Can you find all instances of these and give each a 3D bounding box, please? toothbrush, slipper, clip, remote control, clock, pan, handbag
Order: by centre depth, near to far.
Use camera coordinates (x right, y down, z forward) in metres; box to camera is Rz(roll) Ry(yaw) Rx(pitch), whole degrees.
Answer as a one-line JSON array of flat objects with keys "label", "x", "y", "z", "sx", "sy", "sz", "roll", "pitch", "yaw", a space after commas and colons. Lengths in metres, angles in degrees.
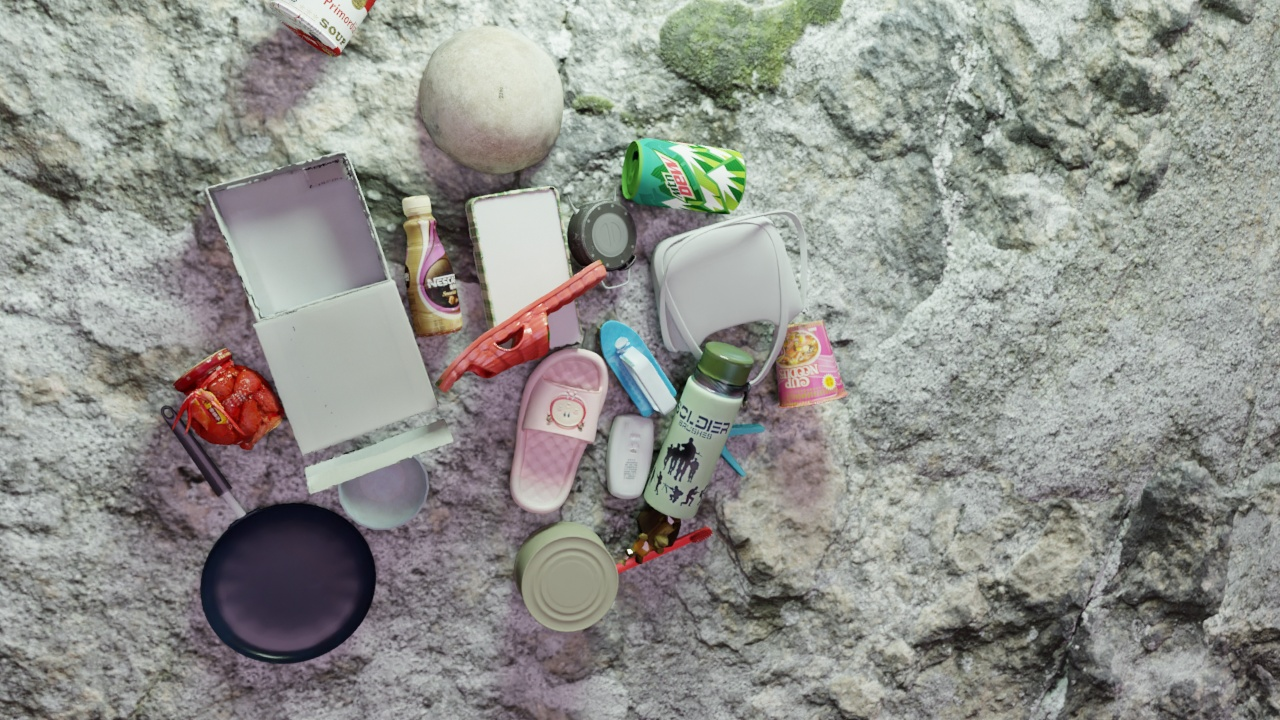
[{"label": "slipper", "x": -0.130, "y": -0.029, "z": 1.079, "sx": 0.248, "sy": 0.104, "sz": 0.059, "roll": -37, "pitch": 93, "yaw": -20}, {"label": "pan", "x": -0.461, "y": 0.203, "z": 1.093, "sx": 0.198, "sy": 0.021, "sz": 0.356, "roll": -32, "pitch": 105, "yaw": -12}, {"label": "clock", "x": -0.050, "y": -0.153, "z": 1.164, "sx": 0.091, "sy": 0.044, "sz": 0.123, "roll": -18, "pitch": 104, "yaw": -35}, {"label": "slipper", "x": -0.108, "y": 0.090, "z": 1.176, "sx": 0.106, "sy": 0.056, "sz": 0.221, "roll": 17, "pitch": 92, "yaw": -17}, {"label": "handbag", "x": 0.128, "y": -0.071, "z": 1.196, "sx": 0.216, "sy": 0.095, "sz": 0.223, "roll": -16, "pitch": 102, "yaw": 3}, {"label": "remote control", "x": -0.015, "y": 0.128, "z": 1.224, "sx": 0.060, "sy": 0.028, "sz": 0.114, "roll": 4, "pitch": 95, "yaw": -18}, {"label": "toothbrush", "x": 0.004, "y": 0.272, "z": 1.253, "sx": 0.212, "sy": 0.018, "sz": 0.012, "roll": -20, "pitch": 102, "yaw": -15}, {"label": "clip", "x": 0.103, "y": 0.114, "z": 1.264, "sx": 0.119, "sy": 0.027, "sz": 0.102, "roll": 26, "pitch": 86, "yaw": -19}]

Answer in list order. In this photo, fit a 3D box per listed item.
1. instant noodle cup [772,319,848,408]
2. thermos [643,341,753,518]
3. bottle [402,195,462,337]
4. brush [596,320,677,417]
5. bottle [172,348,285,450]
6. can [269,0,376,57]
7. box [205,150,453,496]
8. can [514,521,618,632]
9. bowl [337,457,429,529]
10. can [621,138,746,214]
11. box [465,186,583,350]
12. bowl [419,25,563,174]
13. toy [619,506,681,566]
[{"label": "instant noodle cup", "x": 0.226, "y": 0.003, "z": 1.257, "sx": 0.097, "sy": 0.098, "sz": 0.108, "roll": -13, "pitch": 93, "yaw": -16}, {"label": "thermos", "x": 0.081, "y": 0.089, "z": 1.193, "sx": 0.082, "sy": 0.082, "sz": 0.232, "roll": 14, "pitch": 108, "yaw": -19}, {"label": "bottle", "x": -0.256, "y": -0.113, "z": 1.102, "sx": 0.059, "sy": 0.060, "sz": 0.166, "roll": -11, "pitch": 99, "yaw": -17}, {"label": "brush", "x": -0.007, "y": 0.007, "z": 1.188, "sx": 0.055, "sy": 0.075, "sz": 0.136, "roll": -37, "pitch": 106, "yaw": -11}, {"label": "bottle", "x": -0.467, "y": 0.052, "z": 1.036, "sx": 0.099, "sy": 0.099, "sz": 0.111, "roll": -38, "pitch": 101, "yaw": -11}, {"label": "can", "x": -0.343, "y": -0.413, "z": 1.024, "sx": 0.086, "sy": 0.087, "sz": 0.116, "roll": 34, "pitch": 85, "yaw": -18}, {"label": "box", "x": -0.358, "y": -0.048, "z": 1.057, "sx": 0.165, "sy": 0.098, "sz": 0.368, "roll": -20, "pitch": 96, "yaw": -14}, {"label": "can", "x": -0.096, "y": 0.279, "z": 1.186, "sx": 0.127, "sy": 0.073, "sz": 0.128, "roll": -1, "pitch": 93, "yaw": -13}, {"label": "bowl", "x": -0.315, "y": 0.151, "z": 1.125, "sx": 0.106, "sy": 0.039, "sz": 0.106, "roll": -2, "pitch": 97, "yaw": -18}, {"label": "can", "x": 0.055, "y": -0.235, "z": 1.175, "sx": 0.144, "sy": 0.083, "sz": 0.083, "roll": 3, "pitch": 95, "yaw": -18}, {"label": "box", "x": -0.144, "y": -0.109, "z": 1.145, "sx": 0.117, "sy": 0.051, "sz": 0.205, "roll": -14, "pitch": 101, "yaw": -19}, {"label": "bowl", "x": -0.171, "y": -0.316, "z": 1.096, "sx": 0.178, "sy": 0.081, "sz": 0.178, "roll": -1, "pitch": 95, "yaw": -18}, {"label": "toy", "x": 0.011, "y": 0.239, "z": 1.231, "sx": 0.100, "sy": 0.062, "sz": 0.076, "roll": -48, "pitch": 127, "yaw": -2}]
